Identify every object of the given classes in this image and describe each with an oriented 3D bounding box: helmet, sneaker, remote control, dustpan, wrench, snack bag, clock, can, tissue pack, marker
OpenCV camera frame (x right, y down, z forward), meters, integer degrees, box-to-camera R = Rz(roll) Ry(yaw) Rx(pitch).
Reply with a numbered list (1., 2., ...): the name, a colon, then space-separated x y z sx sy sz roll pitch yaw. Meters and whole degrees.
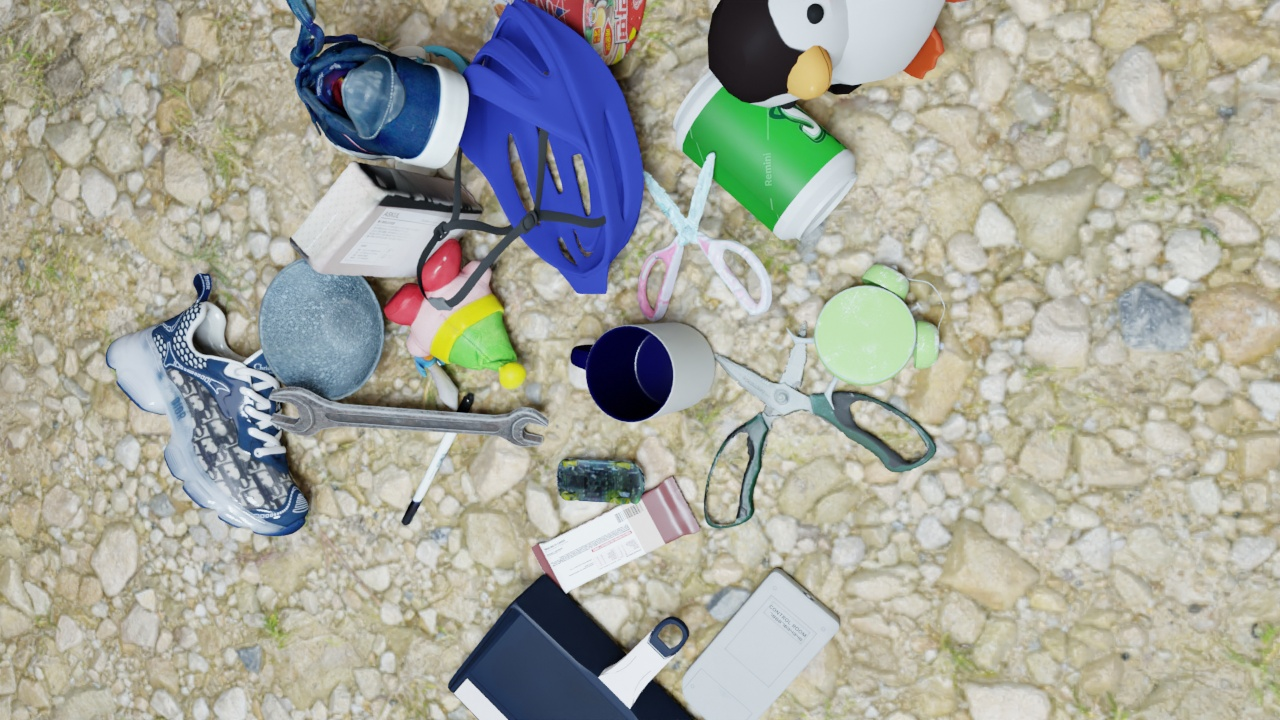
1. helmet: -0.101 -0.148 0.738 0.148 0.227 0.242 5 125 48
2. sneaker: -0.401 0.045 0.911 0.132 0.103 0.269 -41 81 8
3. remote control: 0.103 0.262 0.816 0.074 0.019 0.151 39 103 10
4. dustpan: -0.038 0.309 0.820 0.236 0.080 0.274 43 108 9
5. remote control: -0.215 -0.232 0.867 0.038 0.018 0.125 -1 94 16
6. wrench: -0.220 0.055 0.861 0.273 0.010 0.070 3 138 6
7. snack bag: -0.025 0.165 0.848 0.158 0.013 0.057 -30 86 16
8. clock: 0.190 -0.023 0.748 0.119 0.042 0.094 -32 82 9
9. can: 0.100 -0.169 0.743 0.140 0.087 0.088 44 105 9
10. tissue pack: -0.222 -0.120 0.793 0.104 0.181 0.071 -44 86 16
11. sneaker: -0.254 -0.232 0.761 0.295 0.127 0.121 31 108 53
12. marker: -0.198 0.097 0.894 0.011 0.011 0.152 32 103 11

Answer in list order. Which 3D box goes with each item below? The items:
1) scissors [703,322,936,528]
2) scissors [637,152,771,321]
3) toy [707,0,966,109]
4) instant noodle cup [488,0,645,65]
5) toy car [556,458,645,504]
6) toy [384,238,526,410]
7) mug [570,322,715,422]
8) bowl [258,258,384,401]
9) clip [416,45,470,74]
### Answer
1. scissors: 0.132 0.077 0.793 0.202 0.015 0.206 32 103 13
2. scissors: 0.046 -0.087 0.757 0.177 0.013 0.171 46 133 32
3. toy: 0.123 -0.259 0.677 0.183 0.159 0.140 -30 66 -22
4. instant noodle cup: -0.066 -0.312 0.782 0.112 0.100 0.100 18 100 23
5. toy car: -0.035 0.110 0.838 0.090 0.027 0.038 0 90 24
6. toy: -0.166 -0.024 0.837 0.124 0.096 0.131 -44 109 6
7. mug: -0.005 0.005 0.781 0.112 0.096 0.079 13 99 23
8. bowl: -0.294 -0.032 0.887 0.137 0.057 0.137 2 95 16
9. clip: -0.150 -0.250 0.836 0.116 0.026 0.097 41 102 2
